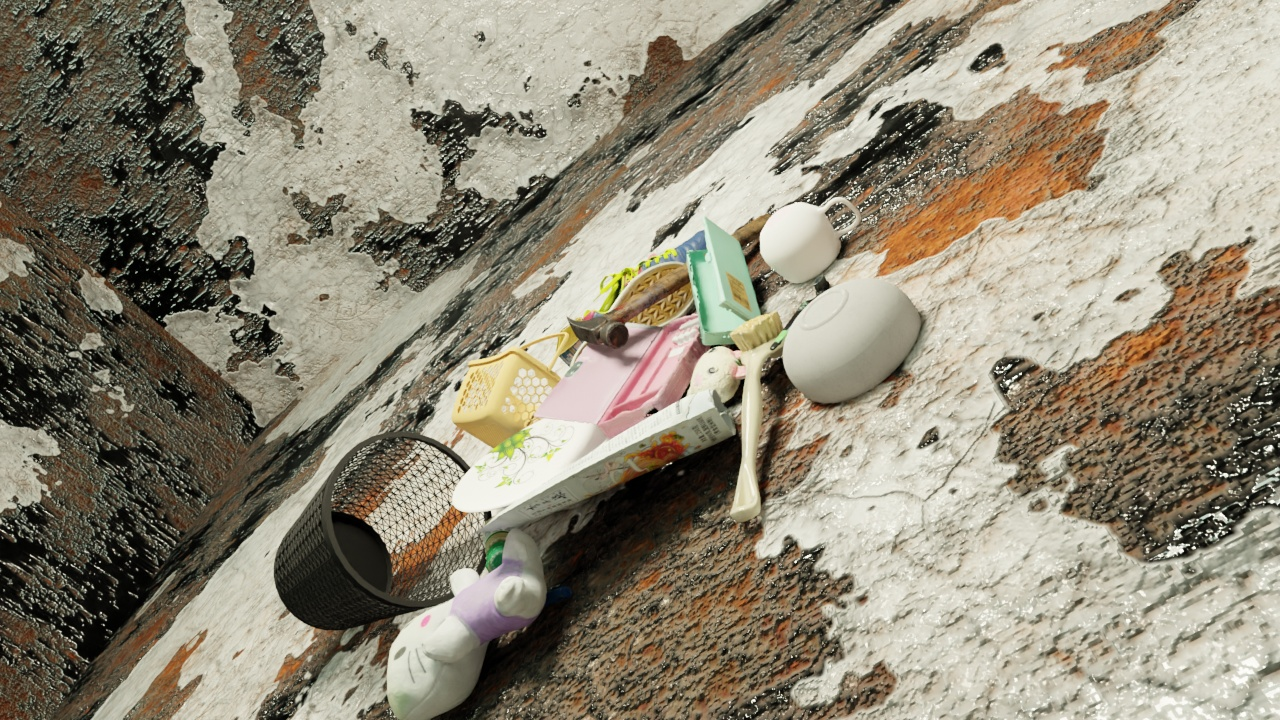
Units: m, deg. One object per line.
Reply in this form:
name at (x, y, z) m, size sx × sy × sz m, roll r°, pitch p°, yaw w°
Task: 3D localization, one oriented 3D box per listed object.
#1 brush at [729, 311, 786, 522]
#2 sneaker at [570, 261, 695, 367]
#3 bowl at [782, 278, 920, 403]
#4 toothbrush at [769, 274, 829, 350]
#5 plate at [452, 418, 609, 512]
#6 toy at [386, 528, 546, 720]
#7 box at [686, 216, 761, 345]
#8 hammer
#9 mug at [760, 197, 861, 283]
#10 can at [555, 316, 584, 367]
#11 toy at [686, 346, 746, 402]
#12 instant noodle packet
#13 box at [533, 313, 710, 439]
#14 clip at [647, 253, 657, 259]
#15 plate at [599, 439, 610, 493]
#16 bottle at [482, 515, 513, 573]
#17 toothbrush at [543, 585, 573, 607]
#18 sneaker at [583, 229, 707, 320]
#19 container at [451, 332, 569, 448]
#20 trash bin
brush at (0.111, 0.046, 0.890) m, size 0.062 × 0.077 × 0.271 m, roll -39°, pitch 24°, yaw 38°
sneaker at (-0.012, -0.044, 1.281) m, size 0.235 × 0.087 × 0.079 m, roll -47°, pitch -5°, yaw -16°
bowl at (0.191, -0.028, 0.872) m, size 0.132 × 0.064 × 0.131 m, roll -37°, pitch 21°, yaw 17°
toothbrush at (0.168, -0.053, 0.968) m, size 0.014 × 0.017 × 0.187 m, roll -20°, pitch 14°, yaw 35°
plate at (-0.119, 0.125, 1.112) m, size 0.229 × 0.030 × 0.229 m, roll -25°, pitch 17°, yaw 8°
toy at (-0.175, 0.271, 0.926) m, size 0.209 × 0.085 × 0.137 m, roll -43°, pitch 20°, yaw 15°
box at (0.103, -0.104, 1.106) m, size 0.077 × 0.079 × 0.188 m, roll -1°, pitch 38°, yaw -2°
hammer at (0.052, -0.115, 1.231) m, size 0.329 × 0.033 × 0.120 m, roll -34°, pitch 28°, yaw -24°
mug at (0.200, -0.152, 1.087) m, size 0.124 × 0.076 × 0.090 m, roll -32°, pitch 23°, yaw 28°
can at (-0.090, -0.019, 1.398) m, size 0.054 × 0.059 × 0.099 m, roll -38°, pitch 21°, yaw 15°
toy at (0.082, 0.020, 1.016) m, size 0.112 × 0.050 × 0.087 m, roll -25°, pitch 26°, yaw 23°
instant noodle packet at (-0.033, 0.113, 0.934) m, size 0.269 × 0.057 × 0.146 m, roll -29°, pitch -10°, yaw 10°
box at (-0.004, 0.013, 1.117) m, size 0.180 × 0.055 × 0.232 m, roll -7°, pitch 28°, yaw 29°
clip at (0.017, -0.150, 1.497) m, size 0.022 × 0.035 × 0.057 m, roll -18°, pitch 36°, yaw 44°
plate at (-0.018, 0.100, 1.080) m, size 0.173 × 0.019 × 0.172 m, roll -37°, pitch 21°, yaw 17°
bottle at (-0.166, 0.220, 1.089) m, size 0.042 × 0.042 × 0.110 m, roll -44°, pitch 18°, yaw -1°
toothbrush at (-0.142, 0.274, 0.973) m, size 0.190 × 0.016 × 0.017 m, roll -30°, pitch 31°, yaw 33°
sneaker at (0.014, -0.122, 1.359) m, size 0.241 × 0.091 × 0.116 m, roll -47°, pitch 18°, yaw -12°
container at (-0.172, 0.038, 1.332) m, size 0.184 × 0.129 × 0.166 m, roll -14°, pitch 45°, yaw 58°
trash bin at (-0.347, 0.237, 1.178) m, size 0.244 × 0.217 × 0.216 m, roll -34°, pitch 21°, yaw 41°
